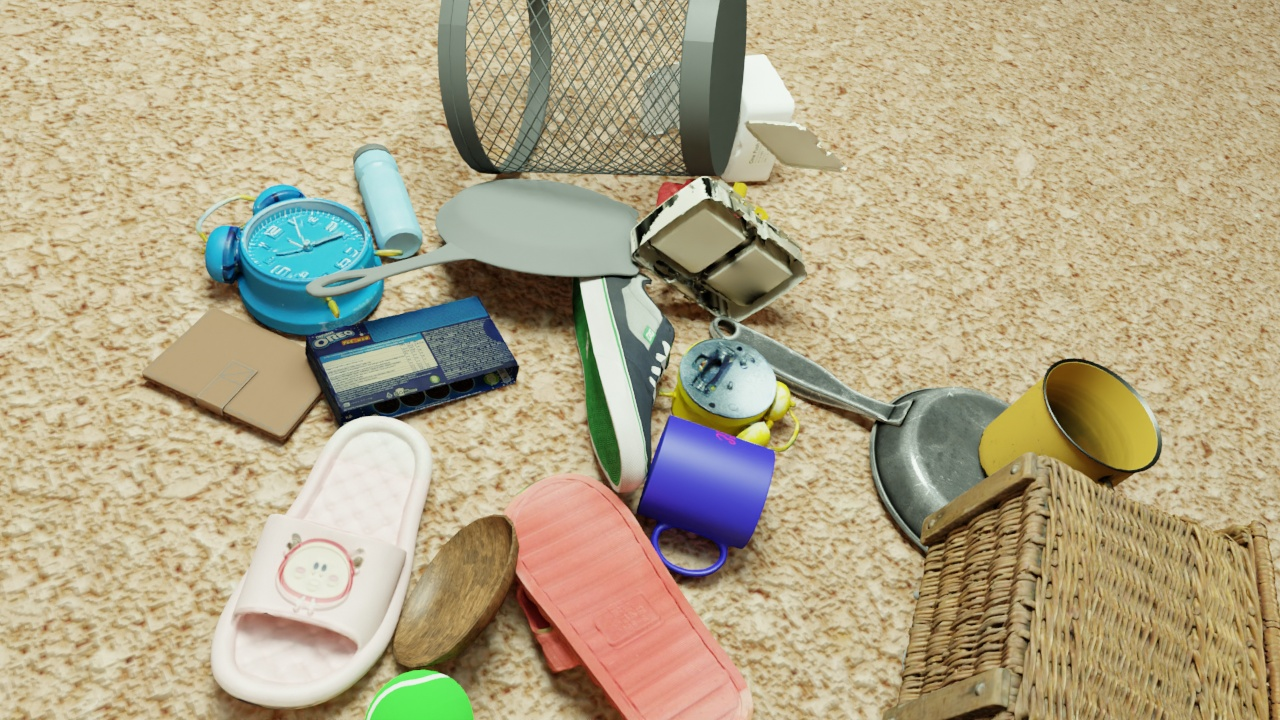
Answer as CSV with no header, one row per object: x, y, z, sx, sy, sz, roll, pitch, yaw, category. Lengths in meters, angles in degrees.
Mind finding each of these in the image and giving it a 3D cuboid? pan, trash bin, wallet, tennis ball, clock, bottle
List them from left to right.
-0.307,0.009,0.714,0.121,0.013,0.087,23,46,4,wallet
-0.291,-0.088,0.764,0.161,0.060,0.116,25,51,7,clock
-0.234,-0.151,0.841,0.040,0.040,0.130,-12,56,-22,bottle
-0.134,0.222,0.556,0.065,0.066,0.065,7,51,-9,tennis ball
-0.125,-0.109,0.782,0.217,0.024,0.353,29,35,30,pan
-0.031,-0.271,0.835,0.227,0.218,0.217,8,49,13,trash bin
0.079,0.033,0.764,0.119,0.057,0.083,30,51,10,clock
0.216,0.052,0.798,0.357,0.055,0.186,34,52,8,pan

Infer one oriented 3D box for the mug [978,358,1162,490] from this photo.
0.336,0.076,0.722,0.100,0.094,0.123,9,53,-15,mug

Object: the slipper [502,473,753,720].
-0.019,0.176,0.626,0.103,0.059,0.248,-20,45,-24,slipper

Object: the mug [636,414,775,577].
0.044,0.107,0.693,0.083,0.079,0.111,19,78,1,mug

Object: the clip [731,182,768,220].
0.105,-0.151,0.943,0.049,0.045,0.054,50,42,-29,clip

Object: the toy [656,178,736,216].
0.064,-0.105,0.879,0.133,0.088,0.094,27,83,-17,toy

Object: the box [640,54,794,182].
0.068,-0.258,0.959,0.136,0.109,0.120,-7,54,-21,box

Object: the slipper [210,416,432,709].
-0.203,0.127,0.621,0.107,0.056,0.221,18,50,-3,slipper

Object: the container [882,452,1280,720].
0.282,0.197,0.602,0.183,0.163,0.249,30,50,-5,container

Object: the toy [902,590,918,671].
0.224,0.199,0.689,0.049,0.030,0.111,32,51,-7,toy

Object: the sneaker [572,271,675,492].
-0.005,0.004,0.739,0.079,0.084,0.235,-1,43,-11,sneaker

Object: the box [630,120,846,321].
0.099,-0.128,0.792,0.143,0.187,0.070,31,39,-38,box

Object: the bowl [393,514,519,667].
-0.115,0.157,0.609,0.026,0.102,0.114,46,52,-26,bowl

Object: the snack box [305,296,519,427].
-0.182,-0.001,0.738,0.150,0.027,0.082,-15,56,-31,snack box
